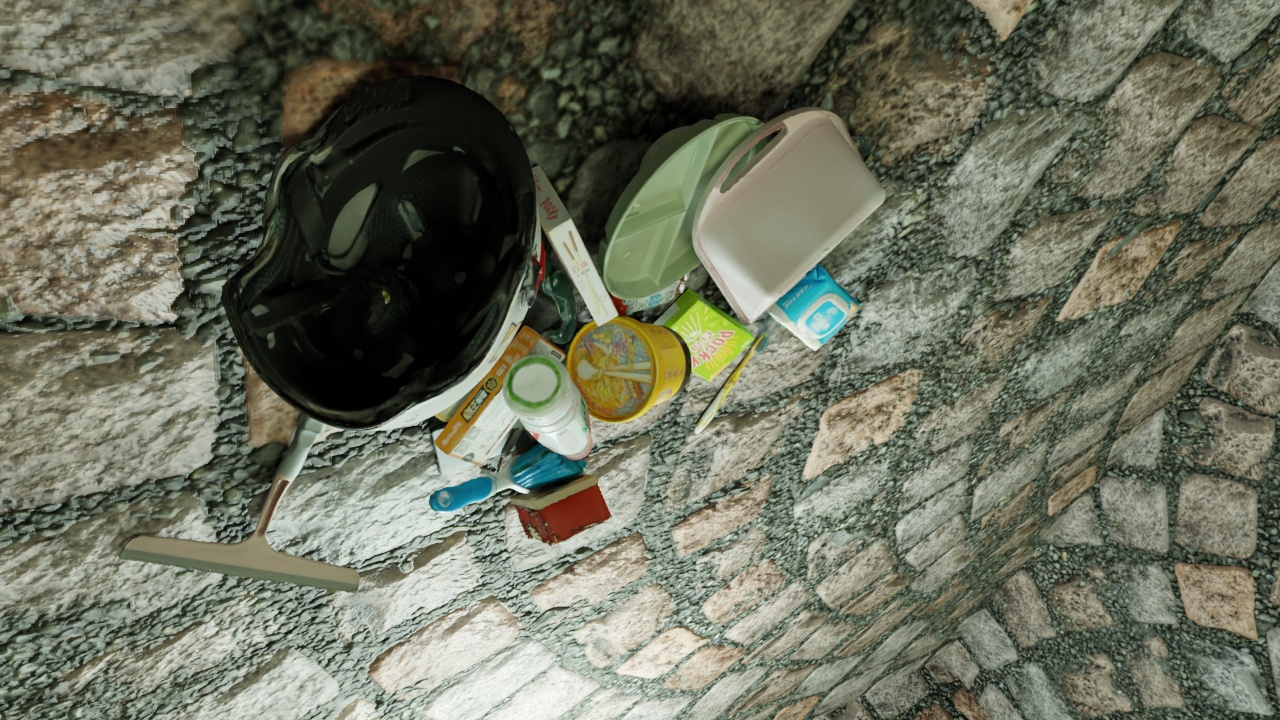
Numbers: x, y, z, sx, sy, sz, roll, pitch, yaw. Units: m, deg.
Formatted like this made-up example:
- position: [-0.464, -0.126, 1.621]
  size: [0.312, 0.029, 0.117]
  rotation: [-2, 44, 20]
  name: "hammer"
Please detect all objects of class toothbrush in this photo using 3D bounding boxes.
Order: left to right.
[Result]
- position: [0.128, 0.037, 1.292]
  size: [0.016, 0.018, 0.192]
  rotation: [4, 129, -41]
  name: "toothbrush"

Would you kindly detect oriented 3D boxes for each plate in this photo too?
- position: [0.043, -0.156, 0.940]
  size: [0.229, 0.027, 0.230]
  rotation: [-38, 159, -17]
  name: "plate"

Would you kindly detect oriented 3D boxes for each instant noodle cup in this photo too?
- position: [-0.006, 0.006, 1.052]
  size: [0.119, 0.118, 0.114]
  rotation: [-52, 161, 22]
  name: "instant noodle cup"

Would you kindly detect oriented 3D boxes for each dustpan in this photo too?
- position: [0.159, -0.166, 1.017]
  size: [0.222, 0.139, 0.273]
  rotation: [-43, 177, 2]
  name: "dustpan"

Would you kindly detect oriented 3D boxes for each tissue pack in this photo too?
- position: [0.226, -0.073, 1.207]
  size: [0.090, 0.063, 0.140]
  rotation: [-45, 144, 12]
  name: "tissue pack"

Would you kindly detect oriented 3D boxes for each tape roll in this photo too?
- position: [0.039, -0.200, 0.942]
  size: [0.085, 0.014, 0.086]
  rotation: [-22, 143, -18]
  name: "tape roll"

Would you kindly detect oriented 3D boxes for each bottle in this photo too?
- position: [-0.088, 0.060, 0.972]
  size: [0.068, 0.068, 0.197]
  rotation: [-32, 156, -6]
  name: "bottle"

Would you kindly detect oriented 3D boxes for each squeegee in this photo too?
- position: [-0.370, 0.125, 0.956]
  size: [0.247, 0.040, 0.250]
  rotation: [19, 114, -30]
  name: "squeegee"

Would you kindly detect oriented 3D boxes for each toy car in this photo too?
- position: [0.230, -0.220, 1.062]
  size: [0.042, 0.034, 0.091]
  rotation: [5, 129, -45]
  name: "toy car"

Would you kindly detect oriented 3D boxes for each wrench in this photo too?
- position: [-0.112, -0.116, 0.880]
  size: [0.274, 0.016, 0.056]
  rotation: [67, 36, -47]
  name: "wrench"

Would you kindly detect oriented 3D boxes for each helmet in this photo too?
- position: [-0.183, -0.073, 0.745]
  size: [0.274, 0.230, 0.157]
  rotation: [-64, 168, -3]
  name: "helmet"

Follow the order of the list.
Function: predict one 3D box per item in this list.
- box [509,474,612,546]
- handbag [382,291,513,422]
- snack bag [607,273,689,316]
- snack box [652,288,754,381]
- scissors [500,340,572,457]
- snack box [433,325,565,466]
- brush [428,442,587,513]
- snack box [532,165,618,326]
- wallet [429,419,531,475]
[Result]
- position: [-0.101, 0.194, 1.157]
  size: [0.091, 0.076, 0.169]
  rotation: [-22, -179, -20]
  name: "box"
- position: [-0.174, -0.044, 0.918]
  size: [0.178, 0.063, 0.163]
  rotation: [-43, 148, -16]
  name: "handbag"
- position: [0.006, -0.076, 1.049]
  size: [0.104, 0.026, 0.048]
  rotation: [-21, 152, -22]
  name: "snack bag"
- position: [0.076, -0.029, 1.164]
  size: [0.086, 0.026, 0.156]
  rotation: [-44, 145, 13]
  name: "snack box"
- position: [-0.133, 0.044, 1.041]
  size: [0.170, 0.019, 0.181]
  rotation: [-56, 155, 13]
  name: "scissors"
- position: [-0.144, 0.039, 0.958]
  size: [0.153, 0.026, 0.075]
  rotation: [-53, 158, -1]
  name: "snack box"
- position: [-0.141, 0.130, 1.049]
  size: [0.109, 0.060, 0.314]
  rotation: [-28, 173, 4]
  name: "brush"
- position: [-0.069, -0.108, 0.896]
  size: [0.027, 0.084, 0.157]
  rotation: [-30, 145, -2]
  name: "snack box"
- position: [-0.187, 0.088, 1.087]
  size: [0.120, 0.019, 0.097]
  rotation: [-20, 143, -19]
  name: "wallet"
